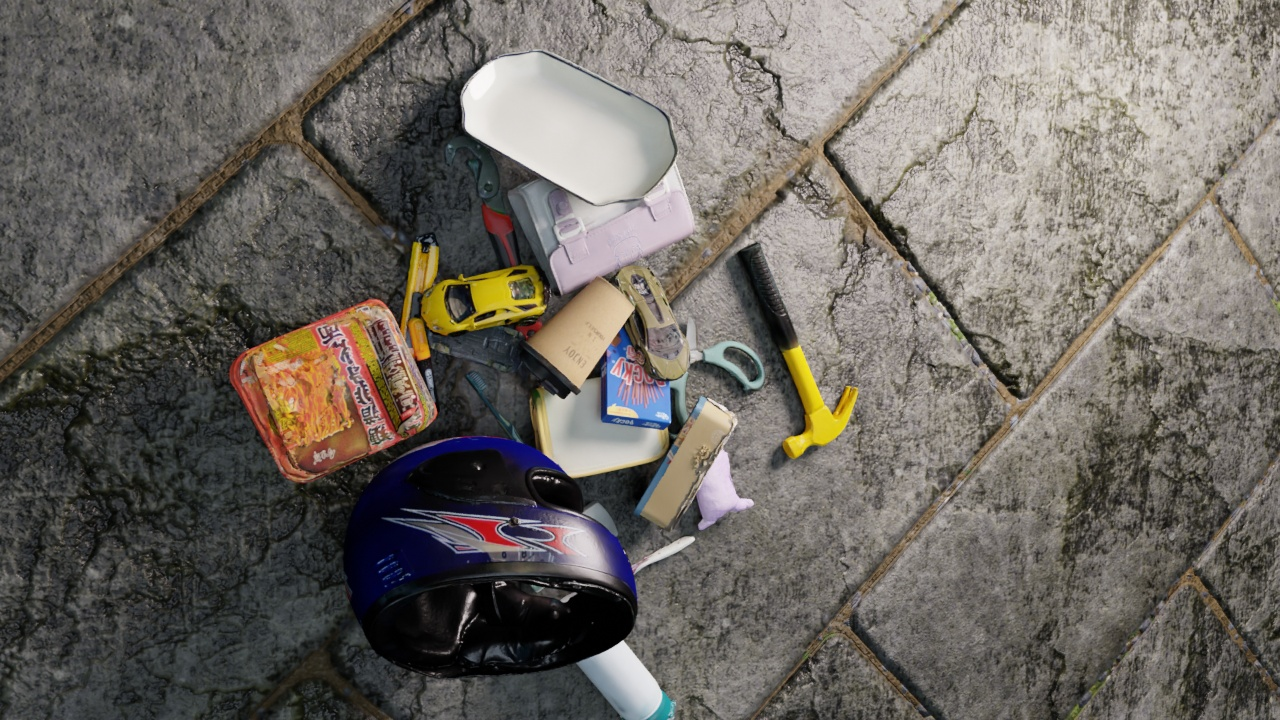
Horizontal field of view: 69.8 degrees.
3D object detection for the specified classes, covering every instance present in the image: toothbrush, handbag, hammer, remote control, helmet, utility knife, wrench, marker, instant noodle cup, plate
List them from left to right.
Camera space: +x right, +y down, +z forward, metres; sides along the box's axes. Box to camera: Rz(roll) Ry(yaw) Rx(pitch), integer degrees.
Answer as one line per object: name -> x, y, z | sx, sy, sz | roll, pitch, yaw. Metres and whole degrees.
instant noodle cup -> -0.349, 0.034, 1.050 | 0.188, 0.079, 0.164 | -25, 103, -16
utility knife -> -0.269, -0.055, 1.101 | 0.033, 0.015, 0.203 | 8, 94, -17
marker -> -0.259, 0.009, 1.103 | 0.018, 0.015, 0.124 | -20, 113, -32
helmet -> -0.170, 0.206, 1.040 | 0.315, 0.240, 0.248 | 1, 133, -11
wrench -> -0.171, -0.143, 1.125 | 0.056, 0.016, 0.273 | -21, 102, -12
toothbrush -> -0.159, 0.089, 1.155 | 0.018, 0.016, 0.191 | -42, 107, -22
remote control -> -0.095, 0.240, 1.190 | 0.135, 0.019, 0.056 | -33, 105, -13
plate -> -0.084, -0.266, 1.071 | 0.266, 0.034, 0.161 | 29, 66, 11
handbag -> -0.060, 0.054, 1.169 | 0.163, 0.063, 0.178 | -9, 84, -18
handbag -> -0.044, -0.182, 1.127 | 0.196, 0.098, 0.145 | -27, 109, -14
toothbrush -> -0.007, 0.283, 1.227 | 0.187, 0.016, 0.017 | -26, 111, -15
hammer -> 0.206, -0.019, 1.258 | 0.128, 0.033, 0.301 | -28, 104, -14

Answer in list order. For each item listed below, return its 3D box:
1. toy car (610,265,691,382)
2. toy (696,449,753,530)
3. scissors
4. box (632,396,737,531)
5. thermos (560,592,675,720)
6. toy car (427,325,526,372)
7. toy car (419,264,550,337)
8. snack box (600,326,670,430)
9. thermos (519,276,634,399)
toy car -> 0.014, -0.047, 1.148 | 0.070, 0.042, 0.158 | -18, 75, -30
toy -> 0.101, 0.165, 1.238 | 0.083, 0.039, 0.108 | -21, 96, -11
scissors -> 0.080, 0.037, 1.230 | 0.170, 0.019, 0.178 | 23, 89, -21
box -> 0.055, 0.138, 1.176 | 0.061, 0.089, 0.184 | 32, 96, 4
thermos -> -0.037, 0.405, 1.200 | 0.073, 0.073, 0.224 | -39, 110, -12
toy car -> -0.198, -0.023, 1.119 | 0.120, 0.037, 0.054 | 17, 86, -10
toy car -> -0.184, -0.070, 1.089 | 0.155, 0.041, 0.071 | -12, 78, -12
snack box -> -0.007, 0.007, 1.152 | 0.084, 0.026, 0.157 | 9, 62, -20
thermos -> -0.075, -0.028, 1.095 | 0.093, 0.093, 0.143 | 43, 85, -18
